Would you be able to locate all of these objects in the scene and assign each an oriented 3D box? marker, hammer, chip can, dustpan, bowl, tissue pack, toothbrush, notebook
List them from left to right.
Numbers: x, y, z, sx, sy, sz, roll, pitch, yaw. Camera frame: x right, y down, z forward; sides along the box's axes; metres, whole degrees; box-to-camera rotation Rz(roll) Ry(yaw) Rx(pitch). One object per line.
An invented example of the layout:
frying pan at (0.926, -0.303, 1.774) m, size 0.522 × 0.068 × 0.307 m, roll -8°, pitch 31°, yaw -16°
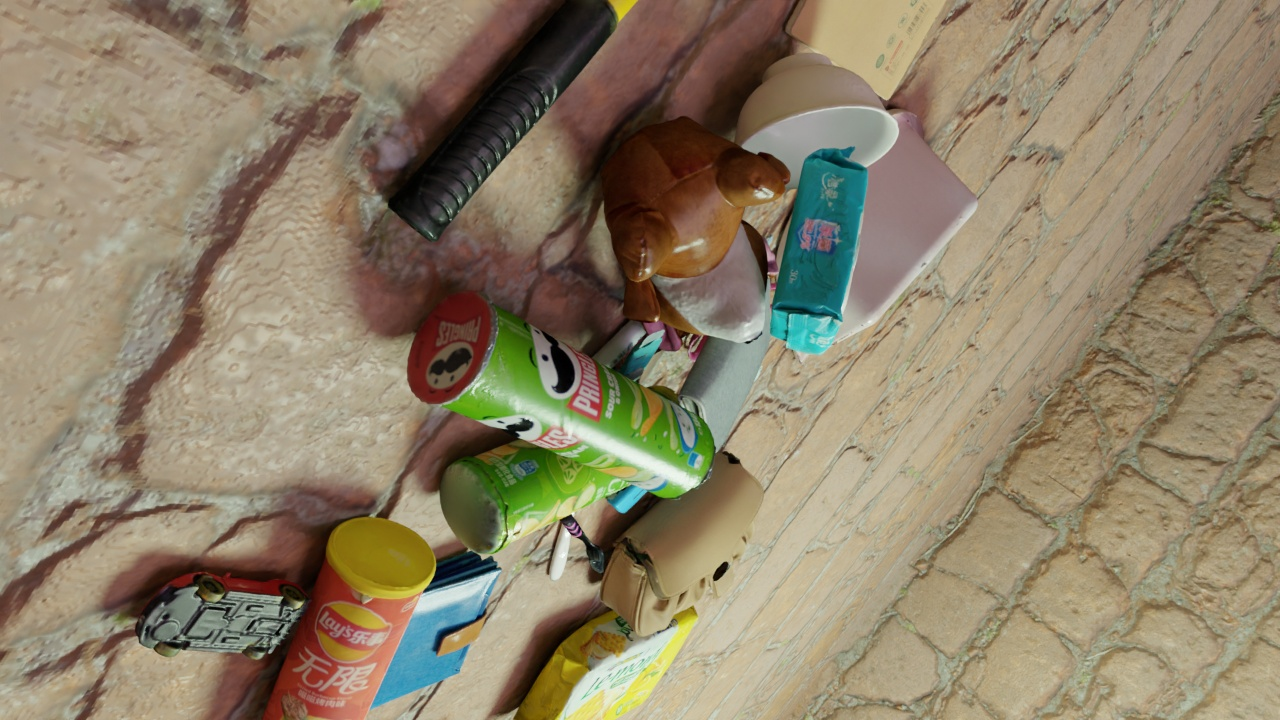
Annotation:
chip can at (-0.211, 0.211, 0.636) m, size 0.073 × 0.073 × 0.217 m, roll -7°, pitch 130°, yaw -53°
toothbrush at (-0.063, 0.143, 0.806) m, size 0.014 × 0.017 × 0.189 m, roll -17°, pitch 141°, yaw 7°
toothbrush at (-0.063, 0.146, 0.834) m, size 0.016 × 0.016 × 0.180 m, roll -11°, pitch 135°, yaw -30°
chip can at (-0.051, 0.080, 0.713) m, size 0.220 × 0.072 × 0.073 m, roll -20°, pitch 139°, yaw -45°
chip can at (-0.041, 0.031, 0.608) m, size 0.236 × 0.072 × 0.072 m, roll 30°, pitch 98°, yaw -47°
hammer at (-0.022, -0.184, 0.482) m, size 0.300 × 0.033 × 0.129 m, roll -49°, pitch 151°, yaw -3°
marker at (-0.014, -0.016, 0.712) m, size 0.130 × 0.018 × 0.023 m, roll -45°, pitch 143°, yaw -12°
bowl at (0.115, -0.174, 0.644) m, size 0.118 × 0.064 × 0.118 m, roll -8°, pitch 166°, yaw -2°
tissue pack at (0.127, -0.077, 0.654) m, size 0.093 × 0.050 × 0.133 m, roll 58°, pitch 44°, yaw -78°
dustpan at (0.213, -0.131, 0.922) m, size 0.222 × 0.139 × 0.273 m, roll -48°, pitch 180°, yaw -8°
notebook at (0.191, -0.289, 0.697) m, size 0.207 × 0.008 × 0.148 m, roll -1°, pitch 124°, yaw -56°

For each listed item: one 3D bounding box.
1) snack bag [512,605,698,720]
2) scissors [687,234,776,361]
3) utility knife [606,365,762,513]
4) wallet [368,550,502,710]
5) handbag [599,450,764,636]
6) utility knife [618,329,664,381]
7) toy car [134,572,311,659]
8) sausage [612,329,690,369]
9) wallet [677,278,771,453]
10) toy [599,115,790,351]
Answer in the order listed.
snack bag at (-0.044, 0.357, 1.060) m, size 0.246 × 0.068 × 0.158 m, roll -4°, pitch 128°, yaw -54°
scissors at (0.084, -0.053, 0.816) m, size 0.134 × 0.017 × 0.133 m, roll -56°, pitch 147°, yaw 11°
utility knife at (0.049, 0.075, 0.916) m, size 0.218 × 0.018 × 0.034 m, roll -41°, pitch 150°, yaw -20°
wallet at (-0.174, 0.219, 0.738) m, size 0.106 × 0.040 × 0.133 m, roll -8°, pitch 131°, yaw -47°
handbag at (0.052, 0.196, 0.976) m, size 0.204 × 0.100 × 0.148 m, roll -40°, pitch 147°, yaw -28°
utility knife at (-0.004, 0.004, 0.681) m, size 0.029 × 0.013 × 0.176 m, roll -28°, pitch 171°, yaw -14°
toy car at (-0.249, 0.150, 0.548) m, size 0.049 × 0.031 × 0.106 m, roll -53°, pitch 149°, yaw 3°
sausage at (0.038, -0.031, 0.756) m, size 0.155 × 0.020 × 0.020 m, roll -31°, pitch 147°, yaw -24°
wallet at (0.070, 0.004, 0.755) m, size 0.129 × 0.037 × 0.107 m, roll -61°, pitch 157°, yaw -25°
toy at (0.045, -0.072, 0.629) m, size 0.140 × 0.130 × 0.200 m, roll -29°, pitch 160°, yaw -3°
